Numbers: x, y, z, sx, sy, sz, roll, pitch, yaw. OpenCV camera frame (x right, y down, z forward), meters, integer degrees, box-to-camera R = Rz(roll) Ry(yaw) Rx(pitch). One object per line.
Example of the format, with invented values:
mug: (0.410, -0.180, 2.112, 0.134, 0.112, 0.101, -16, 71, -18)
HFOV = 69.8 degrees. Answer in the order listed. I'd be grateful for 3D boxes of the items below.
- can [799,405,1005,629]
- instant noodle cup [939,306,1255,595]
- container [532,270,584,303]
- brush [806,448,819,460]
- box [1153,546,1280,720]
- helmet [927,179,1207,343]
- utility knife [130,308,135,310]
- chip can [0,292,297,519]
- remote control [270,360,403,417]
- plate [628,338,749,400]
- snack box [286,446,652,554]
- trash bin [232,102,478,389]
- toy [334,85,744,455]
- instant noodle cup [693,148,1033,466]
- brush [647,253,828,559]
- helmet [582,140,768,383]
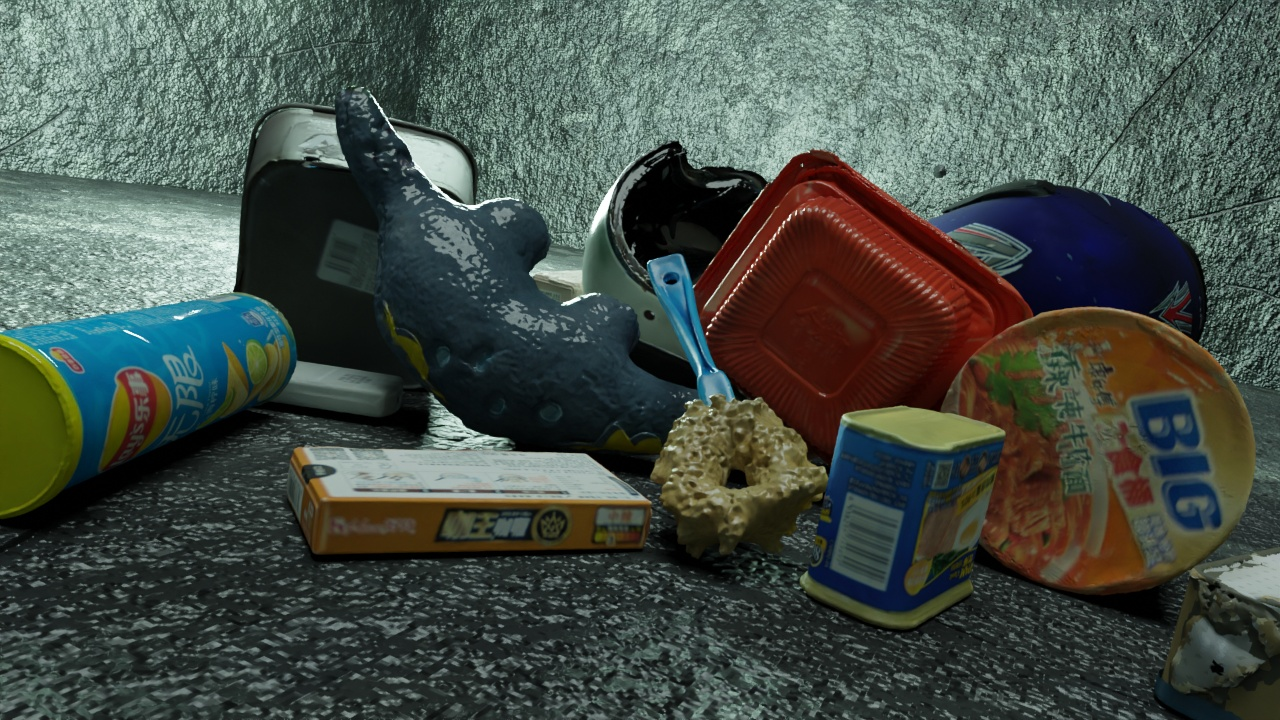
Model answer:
can: (0.126, 0.069, 0.433, 0.057, 0.083, 0.102, 18, 12, 38)
instant noodle cup: (0.258, 0.051, 0.525, 0.151, 0.151, 0.111, 16, 3, 31)
container: (-0.051, -0.047, 0.944, 0.110, 0.090, 0.090, -2, 15, -43)
brush: (0.149, 0.034, 0.663, 0.145, 0.063, 0.073, -17, -12, -1)
box: (0.301, 0.121, 0.388, 0.184, 0.061, 0.090, 6, 11, -36)
helmet: (0.335, -0.040, 0.866, 0.240, 0.247, 0.316, -12, 7, -18)
utility knife: (-0.355, -0.021, 0.680, 0.029, 0.013, 0.182, 3, 11, -40)
chip can: (-0.240, 0.010, 0.441, 0.071, 0.071, 0.210, 10, 8, 0)
remote control: (-0.228, 0.014, 0.581, 0.150, 0.021, 0.058, 9, 9, -3)
plate: (-0.004, 0.004, 0.702, 0.179, 0.024, 0.179, 23, -5, 2)
snack box: (-0.078, 0.063, 0.426, 0.153, 0.026, 0.075, 5, 10, -30)
trash bin: (-0.225, -0.090, 0.729, 0.199, 0.199, 0.219, 7, 15, -18)
toy: (-0.085, -0.029, 0.579, 0.356, 0.137, 0.091, 42, -13, 4)
instant noodle cup: (0.120, -0.023, 0.573, 0.189, 0.165, 0.079, 40, 23, 14)
brush: (0.035, 0.010, 0.512, 0.083, 0.046, 0.254, -14, 37, 0)
helmet: (0.056, -0.061, 0.860, 0.273, 0.229, 0.157, 15, -33, -34)
